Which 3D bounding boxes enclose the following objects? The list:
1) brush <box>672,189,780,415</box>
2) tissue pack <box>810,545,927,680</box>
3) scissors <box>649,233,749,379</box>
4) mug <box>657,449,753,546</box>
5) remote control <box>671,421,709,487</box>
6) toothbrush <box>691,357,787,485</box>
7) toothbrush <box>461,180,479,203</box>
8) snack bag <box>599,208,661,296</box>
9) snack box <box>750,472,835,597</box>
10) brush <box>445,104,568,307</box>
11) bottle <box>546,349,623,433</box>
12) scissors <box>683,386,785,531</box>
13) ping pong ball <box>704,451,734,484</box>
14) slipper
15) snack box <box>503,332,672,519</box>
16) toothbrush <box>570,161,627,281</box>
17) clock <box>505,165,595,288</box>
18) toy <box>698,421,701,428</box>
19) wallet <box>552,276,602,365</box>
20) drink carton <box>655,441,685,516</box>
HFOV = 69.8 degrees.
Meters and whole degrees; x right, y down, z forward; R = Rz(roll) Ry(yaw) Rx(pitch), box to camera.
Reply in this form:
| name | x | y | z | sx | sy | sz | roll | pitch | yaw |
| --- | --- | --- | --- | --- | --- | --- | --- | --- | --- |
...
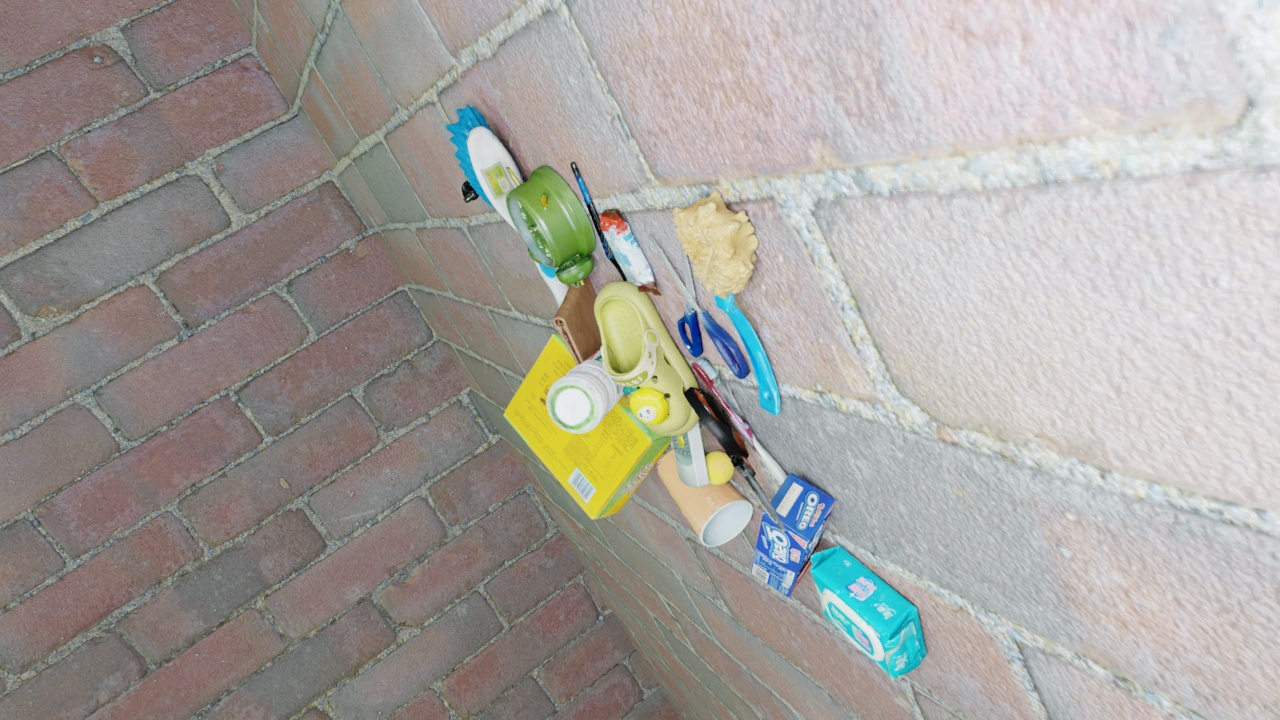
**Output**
| name | x | y | z | sx | sy | sz | roll | pitch | yaw |
| --- | --- | --- | --- | --- | --- | --- | --- | --- | --- |
| brush | 0.087 | -0.041 | 0.798 | 0.083 | 0.045 | 0.255 | 34 | 157 | 44 |
| tissue pack | 0.230 | 0.256 | 0.941 | 0.133 | 0.050 | 0.093 | 39 | 158 | 47 |
| scissors | 0.055 | -0.048 | 0.913 | 0.162 | 0.012 | 0.175 | 52 | 163 | 18 |
| mug | 0.078 | 0.169 | 1.180 | 0.122 | 0.078 | 0.078 | 49 | 164 | 41 |
| remote control | 0.052 | 0.084 | 1.093 | 0.056 | 0.019 | 0.135 | -169 | 67 | -67 |
| toothbrush | 0.116 | 0.074 | 0.978 | 0.187 | 0.017 | 0.016 | 53 | 161 | 1 |
| toothbrush | -0.237 | -0.235 | 1.282 | 0.026 | 0.027 | 0.212 | 54 | 179 | -17 |
| snack bag | -0.012 | -0.111 | 0.957 | 0.045 | 0.026 | 0.105 | 14 | 137 | 55 |
| snack box | 0.159 | 0.193 | 0.984 | 0.057 | 0.058 | 0.208 | 31 | 157 | 19 |
| brush | -0.151 | -0.173 | 1.179 | 0.109 | 0.060 | 0.315 | 48 | 167 | 48 |
| bottle | -0.047 | 0.024 | 1.102 | 0.068 | 0.068 | 0.196 | 57 | -157 | -5 |
| scissors | 0.111 | 0.107 | 0.938 | 0.148 | 0.022 | 0.234 | 40 | -168 | -51 |
| ping pong ball | 0.093 | 0.130 | 1.106 | 0.040 | 0.040 | 0.040 | 50 | 164 | 20 |
| slipper | -0.006 | 0.006 | 1.028 | 0.092 | 0.081 | 0.190 | -19 | 99 | 40 |
| snack box | -0.070 | 0.084 | 1.238 | 0.210 | 0.069 | 0.158 | 46 | 118 | 23 |
| toothbrush | -0.042 | -0.135 | 1.021 | 0.014 | 0.016 | 0.190 | 27 | 147 | 51 |
| clock | -0.104 | -0.153 | 1.089 | 0.116 | 0.056 | 0.161 | 42 | 160 | 44 |
| toy | 0.034 | 0.061 | 1.152 | 0.092 | 0.030 | 0.096 | 43 | 166 | -34 |
| wallet | -0.070 | -0.040 | 1.168 | 0.020 | 0.101 | 0.115 | -8 | 128 | 24 |
| drink carton | 0.052 | 0.155 | 1.269 | 0.122 | 0.045 | 0.053 | 62 | 172 | -15 |
